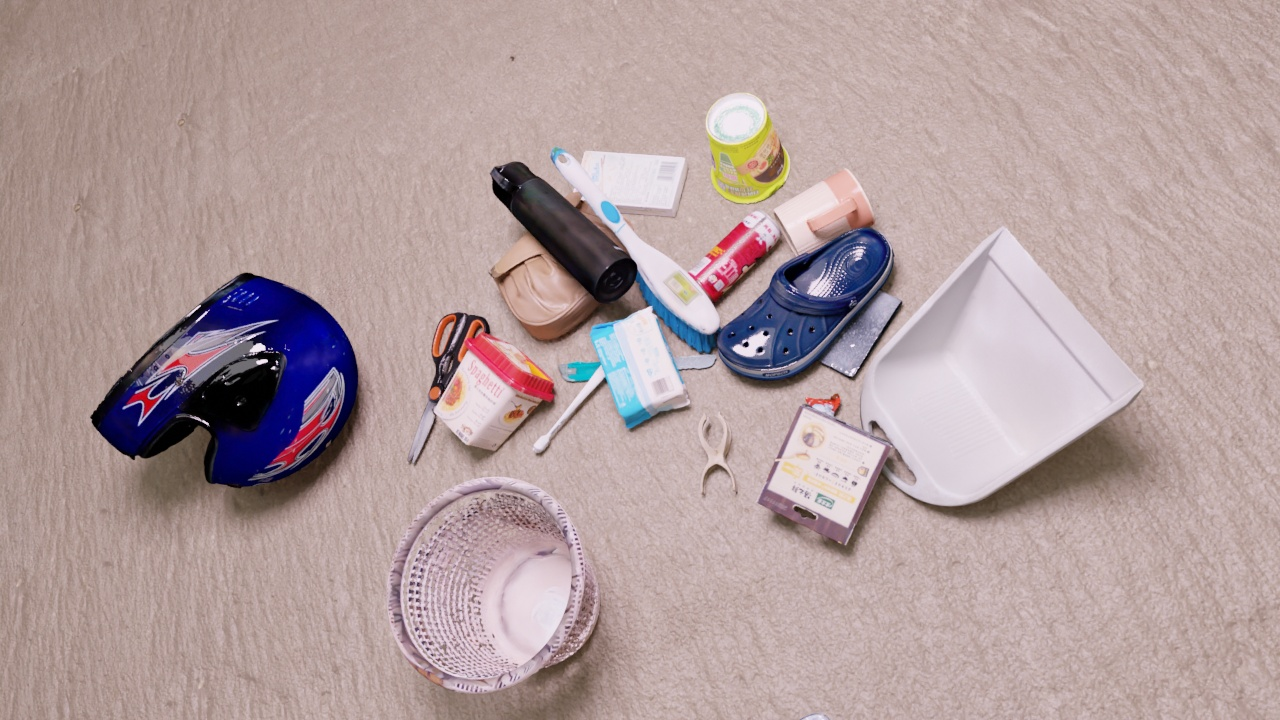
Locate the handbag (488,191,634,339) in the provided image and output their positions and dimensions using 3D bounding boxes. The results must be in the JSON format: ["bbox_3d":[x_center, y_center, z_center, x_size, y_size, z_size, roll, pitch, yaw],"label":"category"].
[{"bbox_3d":[-0.105,-0.135,1.257,0.148,0.100,0.204,41,80,21],"label":"handbag"}]

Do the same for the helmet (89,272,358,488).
[{"bbox_3d":[-0.529,0.052,1.234,0.315,0.247,0.240,-45,97,-7],"label":"helmet"}]

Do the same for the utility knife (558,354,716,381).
[{"bbox_3d":[-0.007,0.007,1.217,0.219,0.013,0.029,-5,72,15],"label":"utility knife"}]

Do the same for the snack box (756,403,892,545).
[{"bbox_3d":[0.212,0.129,1.059,0.113,0.053,0.126,25,97,16],"label":"snack box"}]

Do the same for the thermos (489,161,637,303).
[{"bbox_3d":[-0.110,-0.171,1.173,0.242,0.089,0.068,44,107,29],"label":"thermos"}]

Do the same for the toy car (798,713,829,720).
[{"bbox_3d":[0.198,0.429,0.973,0.049,0.031,0.105,-29,64,5],"label":"toy car"}]

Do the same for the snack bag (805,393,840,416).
[{"bbox_3d":[0.217,0.089,1.107,0.045,0.026,0.105,3,71,13],"label":"snack bag"}]

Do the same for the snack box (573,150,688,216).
[{"bbox_3d":[-0.016,-0.254,1.318,0.157,0.027,0.084,8,72,20],"label":"snack box"}]

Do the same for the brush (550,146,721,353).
[{"bbox_3d":[-0.006,-0.143,1.179,0.060,0.109,0.314,-41,80,-9],"label":"brush"}]

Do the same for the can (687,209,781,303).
[{"bbox_3d":[0.123,-0.137,1.212,0.132,0.053,0.053,-44,63,-3],"label":"can"}]

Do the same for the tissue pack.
[{"bbox_3d":[-0.002,0.007,1.174,0.090,0.063,0.140,-22,87,7],"label":"tissue pack"}]

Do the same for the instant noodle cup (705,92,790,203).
[{"bbox_3d":[0.137,-0.290,1.230,0.112,0.123,0.111,-6,67,14],"label":"instant noodle cup"}]

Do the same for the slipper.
[{"bbox_3d":[0.205,-0.073,1.125,0.253,0.095,0.105,-38,56,1],"label":"slipper"}]

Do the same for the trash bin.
[{"bbox_3d":[-0.143,0.267,1.053,0.228,0.192,0.227,-6,67,15],"label":"trash bin"}]

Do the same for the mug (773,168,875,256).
[{"bbox_3d":[0.235,-0.183,1.166,0.106,0.114,0.081,-29,97,7],"label":"mug"}]

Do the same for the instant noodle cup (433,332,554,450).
[{"bbox_3d":[-0.197,0.045,1.214,0.116,0.116,0.124,40,97,26],"label":"instant noodle cup"}]

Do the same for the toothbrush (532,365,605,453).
[{"bbox_3d":[-0.080,0.052,1.214,0.016,0.016,0.180,39,88,13],"label":"toothbrush"}]

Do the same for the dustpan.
[{"bbox_3d":[0.354,0.034,0.997,0.142,0.258,0.222,-21,62,-18],"label":"dustpan"}]

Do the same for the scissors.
[{"bbox_3d":[-0.290,0.034,1.295,0.139,0.021,0.235,35,86,34],"label":"scissors"}]

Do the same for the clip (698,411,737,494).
[{"bbox_3d":[0.095,0.115,1.132,0.074,0.035,0.100,-5,72,14],"label":"clip"}]

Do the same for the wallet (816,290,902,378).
[{"bbox_3d":[0.257,-0.047,1.156,0.097,0.019,0.120,31,81,28],"label":"wallet"}]
